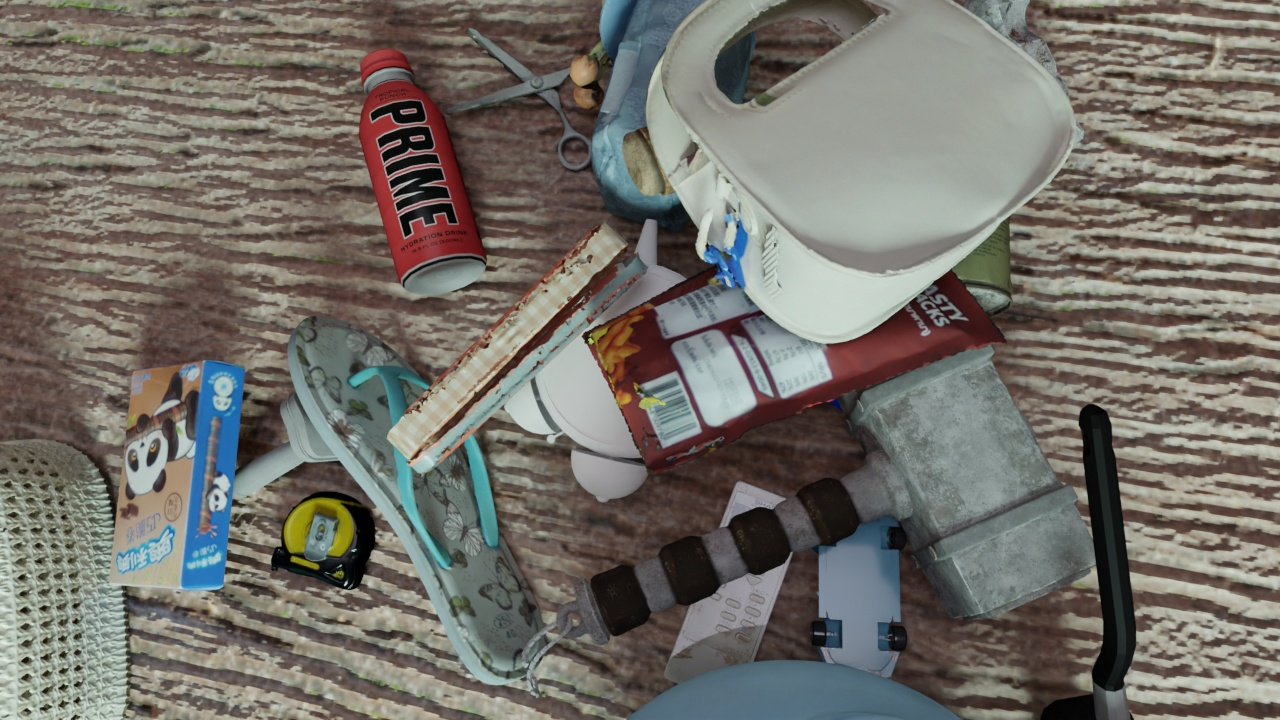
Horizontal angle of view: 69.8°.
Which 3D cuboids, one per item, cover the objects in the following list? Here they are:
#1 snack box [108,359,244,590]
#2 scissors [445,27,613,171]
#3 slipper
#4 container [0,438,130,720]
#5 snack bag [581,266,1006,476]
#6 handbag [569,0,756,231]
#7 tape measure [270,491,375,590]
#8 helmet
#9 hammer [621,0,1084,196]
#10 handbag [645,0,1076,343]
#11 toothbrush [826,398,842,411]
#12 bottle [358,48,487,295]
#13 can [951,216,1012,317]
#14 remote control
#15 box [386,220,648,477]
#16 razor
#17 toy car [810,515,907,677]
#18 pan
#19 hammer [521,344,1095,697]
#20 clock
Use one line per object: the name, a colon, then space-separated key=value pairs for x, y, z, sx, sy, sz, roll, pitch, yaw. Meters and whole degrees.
snack box: x=-0.318 y=0.078 z=0.628 sx=0.087 sy=0.034 sz=0.151 roll=-6 pitch=77 yaw=33
scissors: x=-0.060 y=-0.209 z=0.679 sx=0.175 sy=0.014 sz=0.141 roll=-29 pitch=80 yaw=-1
slipper: x=-0.128 y=0.076 z=0.592 sx=0.055 sy=0.098 sz=0.268 roll=-34 pitch=85 yaw=26
container: x=-0.447 y=0.166 z=0.588 sx=0.184 sy=0.143 sz=0.246 roll=-12 pitch=78 yaw=-9
snack bag: x=0.077 y=-0.022 z=0.519 sx=0.208 sy=0.067 sz=0.138 roll=-26 pitch=50 yaw=-2
handbag: x=0.012 y=-0.191 z=0.616 sx=0.119 sy=0.122 sz=0.192 roll=19 pitch=87 yaw=9
tape measure: x=-0.214 y=0.120 z=0.624 sx=0.062 sy=0.034 sz=0.061 roll=12 pitch=79 yaw=8
helmet: x=0.082 y=0.253 z=0.480 sx=0.265 sy=0.226 sz=0.166 roll=19 pitch=37 yaw=-7
hammer: x=0.137 y=-0.155 z=0.572 sx=0.318 sy=0.049 sz=0.121 roll=-18 pitch=81 yaw=-21
handbag: x=0.103 y=-0.123 z=0.500 sx=0.200 sy=0.093 sz=0.199 roll=-34 pitch=75 yaw=-17
toothbrush: x=0.148 y=0.038 z=0.603 sx=0.182 sy=0.018 sz=0.016 roll=41 pitch=74 yaw=12
bottle: x=-0.162 y=-0.138 z=0.653 sx=0.062 sy=0.062 sz=0.176 roll=-19 pitch=77 yaw=3
can: x=0.187 y=-0.070 z=0.582 sx=0.090 sy=0.090 sz=0.074 roll=2 pitch=79 yaw=7
remote control: x=0.063 y=0.150 z=0.595 sx=0.050 sy=0.011 sz=0.135 roll=20 pitch=82 yaw=10
box: x=-0.076 y=-0.011 z=0.542 sx=0.186 sy=0.056 sz=0.059 roll=-45 pitch=44 yaw=-11
razor: x=-0.238 y=0.064 z=0.626 sx=0.116 sy=0.088 sz=0.047 roll=-28 pitch=76 yaw=21
toy car: x=0.135 y=0.143 z=0.577 sx=0.060 sy=0.027 sz=0.107 roll=2 pitch=72 yaw=3
pan: x=0.224 y=0.198 z=0.446 sx=0.044 sy=0.203 sz=0.356 roll=-8 pitch=96 yaw=14
hammer: x=0.077 y=0.101 z=0.539 sx=0.326 sy=0.079 sz=0.176 roll=-23 pitch=72 yaw=-3
clock: x=-0.004 y=0.004 z=0.609 sx=0.125 sy=0.073 sz=0.161 roll=43 pitch=94 yaw=12
